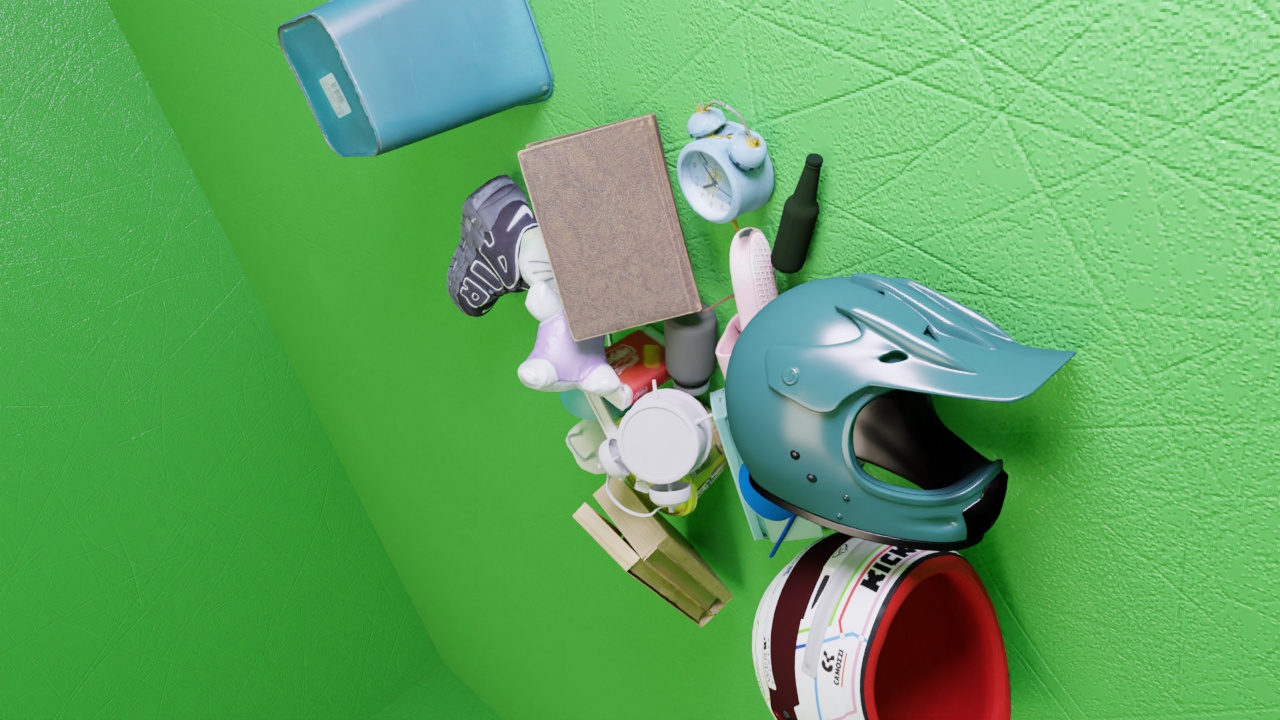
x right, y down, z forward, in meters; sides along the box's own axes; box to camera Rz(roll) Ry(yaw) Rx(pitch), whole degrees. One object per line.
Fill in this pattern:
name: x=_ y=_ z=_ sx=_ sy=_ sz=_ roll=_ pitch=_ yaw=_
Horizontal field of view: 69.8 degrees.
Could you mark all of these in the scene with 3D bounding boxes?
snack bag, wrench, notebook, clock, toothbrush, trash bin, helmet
snack bag: x=-0.007 y=0.006 z=1.111 sx=0.077 sy=0.115 sz=0.036 roll=37 pitch=141 yaw=29
wrench: x=-0.065 y=0.029 z=1.133 sx=0.047 sy=0.009 sz=0.273 roll=-34 pitch=77 yaw=27
notebook: x=-0.009 y=-0.139 z=0.959 sx=0.034 sy=0.190 sz=0.215 roll=-72 pitch=-31 yaw=-73
clock: x=0.018 y=0.106 z=1.057 sx=0.120 sy=0.061 sz=0.159 roll=30 pitch=106 yaw=11
toothbrush: x=0.182 y=0.167 z=1.053 sx=0.011 sy=0.016 sz=0.187 roll=48 pitch=136 yaw=30
trash bin: x=-0.254 y=-0.340 z=1.022 sx=0.197 sy=0.218 sz=0.199 roll=14 pitch=132 yaw=50
helmet: x=0.200 y=0.028 z=0.765 sx=0.275 sy=0.176 sz=0.200 roll=19 pitch=119 yaw=36
helmet: x=0.228 y=0.294 z=0.933 sx=0.236 sy=0.230 sz=0.314 roll=9 pitch=132 yaw=56
clock: x=0.078 y=-0.184 z=0.855 sx=0.089 sy=0.051 sz=0.125 roll=40 pitch=147 yaw=30

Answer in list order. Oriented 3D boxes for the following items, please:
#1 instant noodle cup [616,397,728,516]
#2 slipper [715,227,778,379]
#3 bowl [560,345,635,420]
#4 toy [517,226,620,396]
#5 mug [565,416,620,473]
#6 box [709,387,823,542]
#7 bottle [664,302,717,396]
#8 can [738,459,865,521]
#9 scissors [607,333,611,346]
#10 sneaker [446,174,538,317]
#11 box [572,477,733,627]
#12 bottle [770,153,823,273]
instant noodle cup: x=0.044 y=0.115 z=1.163 sx=0.146 sy=0.097 sz=0.146 roll=38 pitch=147 yaw=30
slipper: x=0.110 y=-0.027 z=0.916 sx=0.056 sy=0.106 sz=0.222 roll=4 pitch=122 yaw=20
bowl: x=-0.049 y=0.016 z=1.170 sx=0.121 sy=0.121 sz=0.046 roll=30 pitch=149 yaw=38
toy: x=-0.075 y=-0.061 z=1.058 sx=0.086 sy=0.137 sz=0.209 roll=135 pitch=139 yaw=-69
mug: x=-0.063 y=0.121 z=1.309 sx=0.090 sy=0.123 sz=0.076 roll=-40 pitch=75 yaw=25
box: x=0.147 y=0.123 z=1.089 sx=0.113 sy=0.078 sz=0.187 roll=-9 pitch=117 yaw=27
bottle: x=0.058 y=-0.012 z=1.052 sx=0.060 sy=0.060 sz=0.109 roll=34 pitch=144 yaw=34
can: x=0.170 y=0.109 z=0.967 sx=0.079 sy=0.078 sz=0.146 roll=51 pitch=139 yaw=8
scissors: x=-0.032 y=0.011 z=1.262 sx=0.127 sy=0.014 sz=0.128 roll=33 pitch=140 yaw=41
sneaker: x=-0.176 y=-0.121 z=1.260 sx=0.151 sy=0.097 sz=0.253 roll=45 pitch=144 yaw=14
box: x=0.022 y=0.268 z=1.247 sx=0.128 sy=0.092 sz=0.249 roll=51 pitch=-179 yaw=40
bottle: x=0.144 y=-0.133 z=0.829 sx=0.033 sy=0.033 sz=0.123 roll=40 pitch=147 yaw=26
